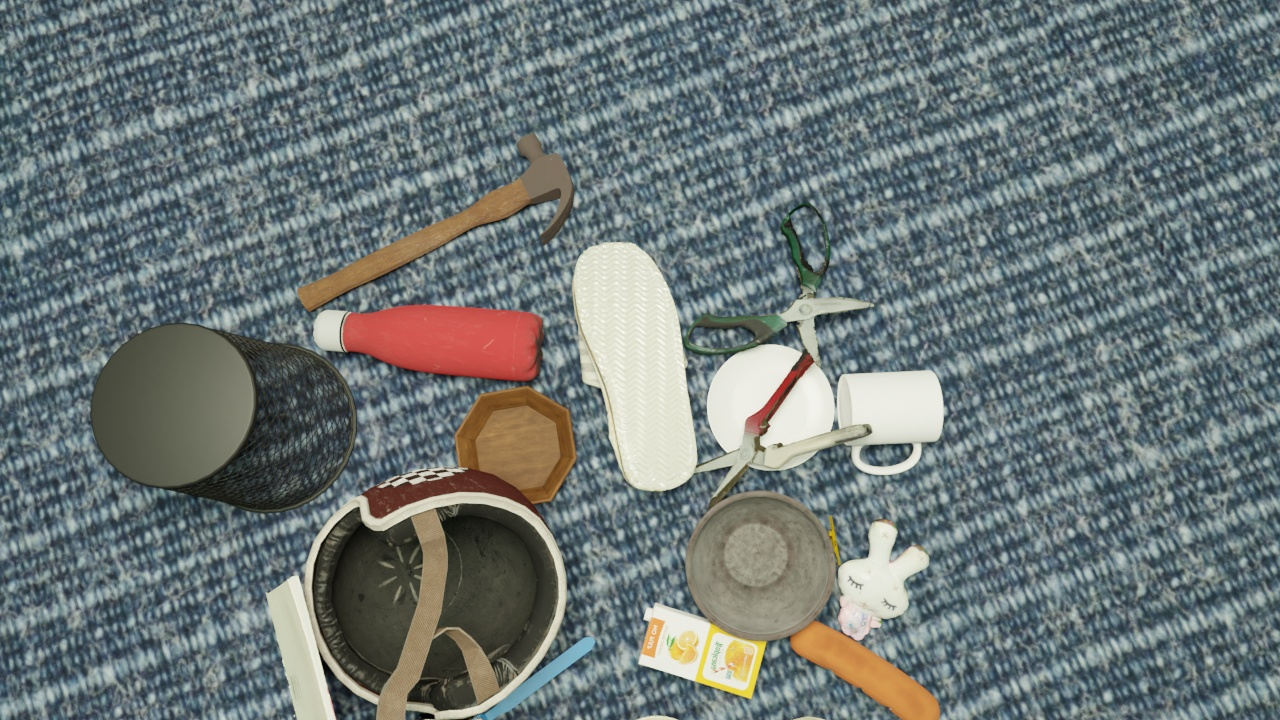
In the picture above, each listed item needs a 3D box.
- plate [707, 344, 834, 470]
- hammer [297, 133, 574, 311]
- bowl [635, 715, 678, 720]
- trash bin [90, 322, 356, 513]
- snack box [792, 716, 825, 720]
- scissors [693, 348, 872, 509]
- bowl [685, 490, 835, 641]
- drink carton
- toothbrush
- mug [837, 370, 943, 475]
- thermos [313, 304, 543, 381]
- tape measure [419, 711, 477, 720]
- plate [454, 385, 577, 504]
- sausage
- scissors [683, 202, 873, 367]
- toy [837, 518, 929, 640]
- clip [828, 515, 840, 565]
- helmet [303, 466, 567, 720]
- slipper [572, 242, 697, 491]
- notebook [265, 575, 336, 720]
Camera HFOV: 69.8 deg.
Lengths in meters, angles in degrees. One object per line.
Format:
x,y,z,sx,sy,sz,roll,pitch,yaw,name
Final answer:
0.138,0.050,0.980,0.134,0.011,0.134,0,81,1,plate
-0.224,-0.136,1.010,0.323,0.033,0.115,-26,79,-2,hammer
0.017,0.403,0.900,0.115,0.062,0.115,0,81,1,bowl
-0.400,0.054,0.890,0.184,0.210,0.184,0,81,1,trash bin
0.126,0.427,0.869,0.143,0.041,0.147,3,78,-33,snack box
0.144,0.074,0.930,0.179,0.015,0.198,12,74,37,scissors
0.118,0.201,0.923,0.145,0.067,0.145,0,88,3,bowl
0.059,0.291,0.928,0.122,0.040,0.058,16,81,4,drink carton
-0.115,0.331,0.923,0.166,0.014,0.016,-33,86,-16,toothbrush
0.256,0.067,0.951,0.090,0.073,0.110,-3,106,1,mug
-0.225,-0.023,0.969,0.240,0.073,0.073,5,81,3,thermos
-0.192,0.382,0.921,0.061,0.034,0.061,3,74,-12,tape measure
-0.131,0.093,0.972,0.131,0.025,0.131,0,81,1,plate
0.226,0.313,0.920,0.164,0.045,0.039,32,48,6,sausage
0.145,-0.081,0.984,0.202,0.015,0.204,-5,64,18,scissors
0.242,0.227,0.936,0.079,0.038,0.122,31,86,-2,toy
0.187,0.187,0.943,0.046,0.048,0.054,-15,79,40,clip
-0.184,0.218,0.838,0.233,0.254,0.233,-21,97,-28,helmet
-0.006,0.006,0.969,0.114,0.054,0.272,-14,76,-5,slipper
-0.321,0.285,0.864,0.012,0.209,0.153,-14,80,-31,notebook
